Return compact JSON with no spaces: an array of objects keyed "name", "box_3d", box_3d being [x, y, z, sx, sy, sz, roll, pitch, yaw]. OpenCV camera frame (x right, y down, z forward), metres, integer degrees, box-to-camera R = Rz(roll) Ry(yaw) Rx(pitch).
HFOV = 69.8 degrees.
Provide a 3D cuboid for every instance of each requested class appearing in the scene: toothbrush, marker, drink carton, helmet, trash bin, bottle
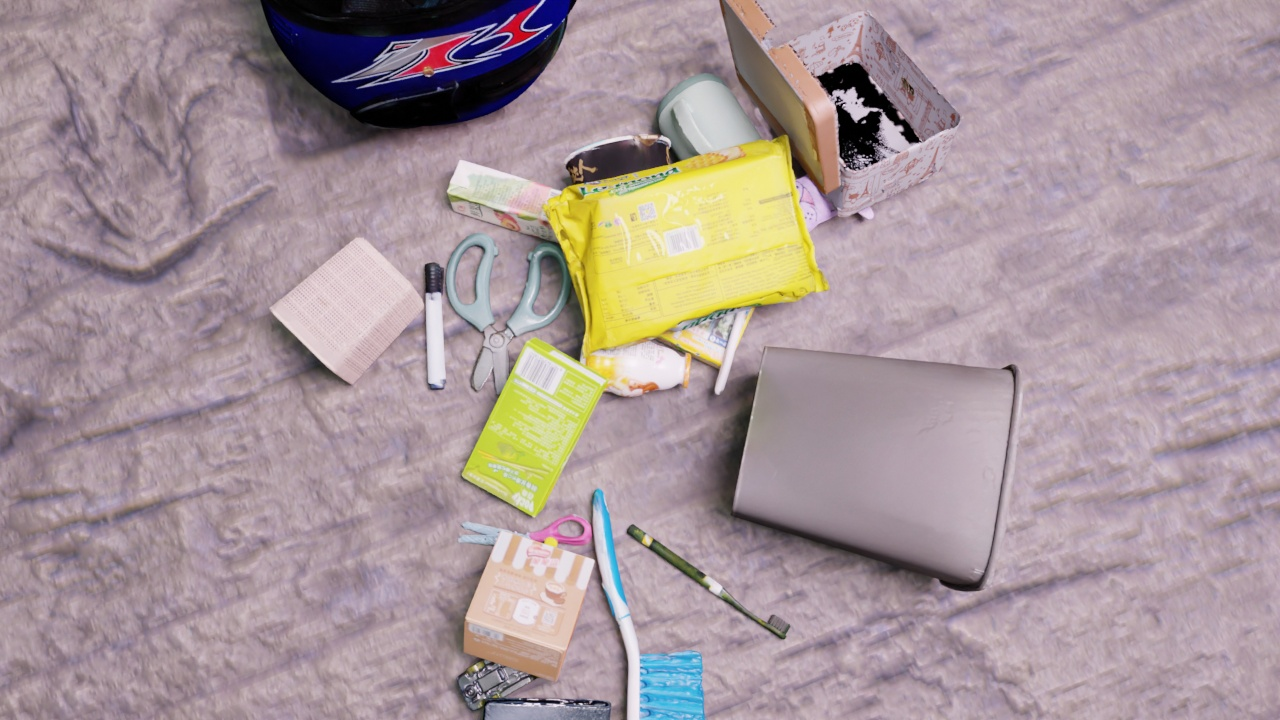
[{"name":"toothbrush","box_3d":[0.067,0.214,0.900,0.186,0.012,0.017,34,76,5]},{"name":"toothbrush","box_3d":[0.105,-0.050,0.909,0.016,0.016,0.180,19,81,-4]},{"name":"marker","box_3d":[-0.207,-0.035,0.933,0.022,0.018,0.130,2,80,-40]},{"name":"drink carton","box_3d":[-0.131,-0.163,0.937,0.122,0.053,0.045,18,77,2]},{"name":"helmet","box_3d":[-0.187,-0.345,0.865,0.316,0.240,0.247,-1,80,11]},{"name":"trash bin","box_3d":[0.204,0.087,0.839,0.220,0.199,0.198,12,79,8]},{"name":"bottle","box_3d":[-0.005,0.005,0.906,0.108,0.063,0.063,5,81,1]}]

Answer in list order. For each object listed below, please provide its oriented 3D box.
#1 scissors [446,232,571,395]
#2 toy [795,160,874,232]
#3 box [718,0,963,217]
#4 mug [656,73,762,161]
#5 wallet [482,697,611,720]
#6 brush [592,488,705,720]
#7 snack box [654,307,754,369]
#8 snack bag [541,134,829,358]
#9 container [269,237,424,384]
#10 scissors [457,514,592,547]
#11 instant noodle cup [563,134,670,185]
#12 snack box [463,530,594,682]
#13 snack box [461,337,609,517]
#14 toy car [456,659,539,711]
[{"name":"scissors","box_3d":[-0.155,-0.053,0.938,0.161,0.019,0.179,25,83,3]},{"name":"toy","box_3d":[0.178,-0.163,0.947,0.108,0.039,0.084,-24,79,-5]},{"name":"box","box_3d":[0.196,-0.265,0.870,0.158,0.217,0.180,-30,63,2]},{"name":"mug","box_3d":[0.066,-0.228,0.921,0.082,0.111,0.106,-34,79,23]},{"name":"wallet","box_3d":[-0.090,0.364,0.853,0.120,0.019,0.097,6,91,-11]},{"name":"brush","box_3d":[0.007,0.280,0.870,0.109,0.060,0.314,0,79,3]},{"name":"snack box","box_3d":[0.076,-0.070,0.935,0.087,0.034,0.140,25,80,3]},{"name":"snack bag","box_3d":[0.045,-0.107,0.848,0.246,0.068,0.158,-16,102,-8]},{"name":"container","box_3d":[-0.282,-0.051,0.900,0.090,0.090,0.110,43,80,6]},{"name":"scissors","box_3d":[-0.116,0.186,0.903,0.137,0.017,0.072,0,91,4]},{"name":"instant noodle cup","box_3d":[-0.012,-0.150,0.915,0.111,0.111,0.120,-11,87,-3]},{"name":"snack box","box_3d":[-0.103,0.226,0.845,0.093,0.077,0.094,17,49,2]},{"name":"snack box","box_3d":[-0.102,0.065,0.885,0.086,0.026,0.156,28,105,5]},{"name":"toy car","box_3d":[-0.128,0.294,0.873,0.090,0.035,0.042,-27,84,-11]}]
